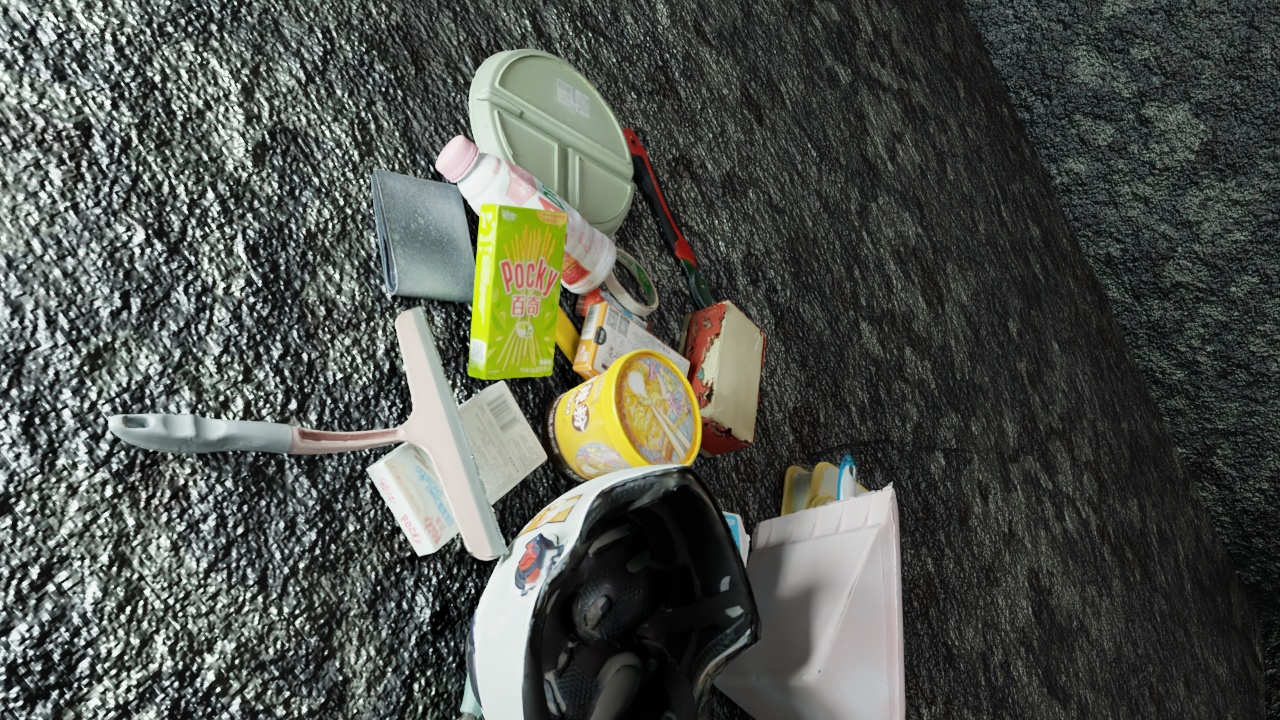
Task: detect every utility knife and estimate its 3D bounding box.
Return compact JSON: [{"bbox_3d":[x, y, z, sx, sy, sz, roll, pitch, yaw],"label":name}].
[{"bbox_3d":[-0.071,-0.014,0.926,0.195,0.015,0.033,56,46,-19],"label":"utility knife"}]

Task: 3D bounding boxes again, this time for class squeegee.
[{"bbox_3d":[-0.249,0.053,0.670,0.249,0.040,0.247,3,49,-38],"label":"squeegee"}]

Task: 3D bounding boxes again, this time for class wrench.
[{"bbox_3d":[0.043,-0.158,1.119,0.273,0.016,0.056,61,38,-9],"label":"wrench"}]

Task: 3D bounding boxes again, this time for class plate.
[{"bbox_3d":[-0.087,-0.236,1.000,0.230,0.028,0.229,23,57,-42],"label":"plate"}]

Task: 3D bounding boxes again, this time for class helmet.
[{"bbox_3d":[-0.038,0.207,0.728,0.273,0.157,0.230,-50,122,-37],"label":"helmet"}]

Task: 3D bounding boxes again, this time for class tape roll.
[{"bbox_3d":[-0.014,-0.087,1.004,0.086,0.014,0.085,40,29,-27],"label":"tape roll"}]

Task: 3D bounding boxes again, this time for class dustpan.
[{"bbox_3d":[0.188,0.289,0.937,0.139,0.223,0.272,39,59,-14],"label":"dustpan"}]

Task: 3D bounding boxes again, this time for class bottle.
[{"bbox_3d":[-0.111,-0.143,0.895,0.197,0.068,0.068,37,49,-33],"label":"bottle"}]

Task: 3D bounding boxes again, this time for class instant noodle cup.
[{"bbox_3d":[-0.022,0.061,0.870,0.118,0.115,0.118,22,58,-41],"label":"instant noodle cup"}]

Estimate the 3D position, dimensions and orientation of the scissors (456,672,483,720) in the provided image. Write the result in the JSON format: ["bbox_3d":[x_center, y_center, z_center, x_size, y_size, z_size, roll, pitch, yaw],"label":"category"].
[{"bbox_3d":[-0.114,0.305,0.735,0.132,0.019,0.185,58,42,-12],"label":"scissors"}]

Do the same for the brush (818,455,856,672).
[{"bbox_3d":[0.202,0.265,1.037,0.060,0.110,0.313,25,56,-37],"label":"brush"}]

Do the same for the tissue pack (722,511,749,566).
[{"bbox_3d":[0.034,0.183,0.899,0.140,0.090,0.063,17,60,-44],"label":"tissue pack"}]

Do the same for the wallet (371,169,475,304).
[{"bbox_3d":[-0.193,-0.111,0.831,0.097,0.019,0.120,3,70,-50],"label":"wallet"}]

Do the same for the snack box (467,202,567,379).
[{"bbox_3d":[-0.113,-0.062,0.843,0.085,0.026,0.156,-2,101,-49],"label":"snack box"}]

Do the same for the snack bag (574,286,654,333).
[{"bbox_3d":[-0.026,-0.045,0.982,0.104,0.026,0.048,33,60,-38],"label":"snack bag"}]

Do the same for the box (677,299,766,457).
[{"bbox_3d":[0.094,0.017,1.049,0.091,0.080,0.168,37,48,-33],"label":"box"}]

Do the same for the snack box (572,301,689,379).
[{"bbox_3d":[-0.006,0.006,0.958,0.153,0.026,0.075,35,61,-44],"label":"snack box"}]

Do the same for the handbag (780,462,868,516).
[{"bbox_3d":[0.241,0.231,1.140,0.163,0.063,0.178,36,53,-31],"label":"handbag"}]

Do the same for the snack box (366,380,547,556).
[{"bbox_3d":[-0.151,0.087,0.782,0.156,0.027,0.085,-38,103,-49],"label":"snack box"}]

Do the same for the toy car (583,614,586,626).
[{"bbox_3d":[-0.030,0.264,0.834,0.042,0.034,0.090,-22,77,-47],"label":"toy car"}]
